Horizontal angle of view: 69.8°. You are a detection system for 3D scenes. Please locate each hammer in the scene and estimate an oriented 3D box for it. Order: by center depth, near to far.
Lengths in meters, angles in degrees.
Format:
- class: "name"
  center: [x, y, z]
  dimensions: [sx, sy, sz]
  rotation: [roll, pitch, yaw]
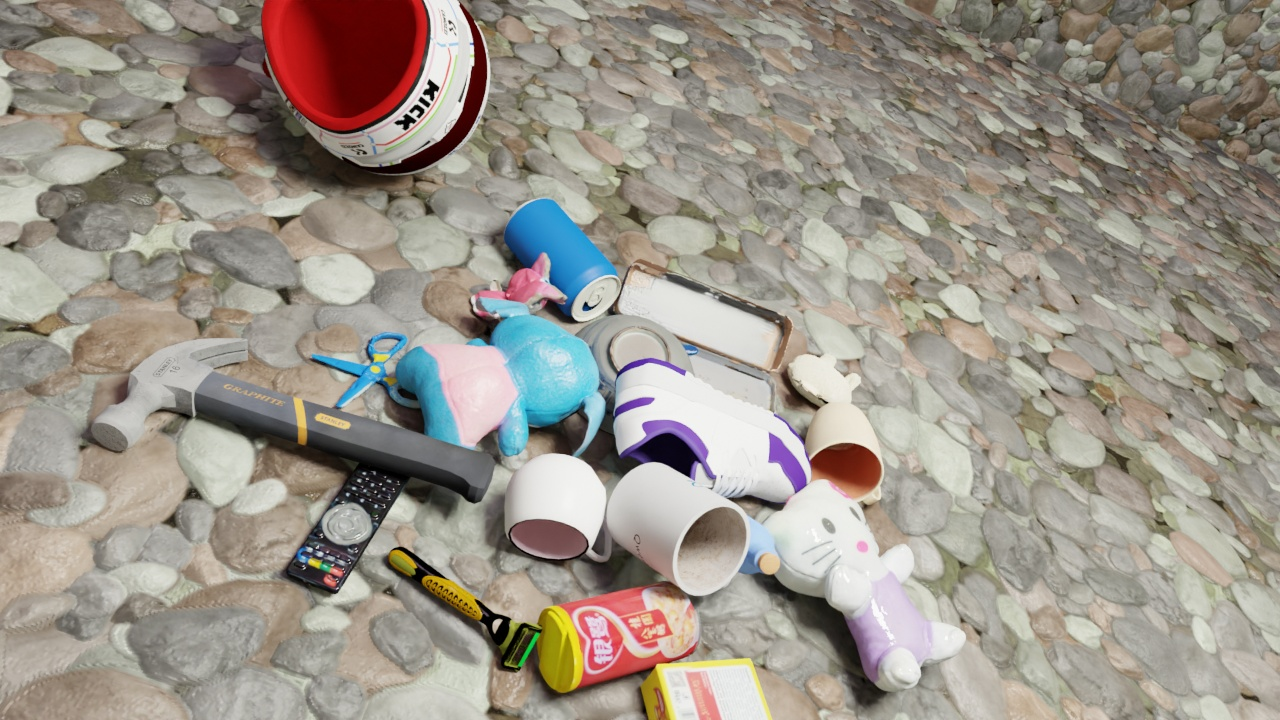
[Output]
- class: "hammer"
  center: [-0.280, 0.062, 0.790]
  dimensions: [0.312, 0.035, 0.139]
  rotation: [18, 40, -1]

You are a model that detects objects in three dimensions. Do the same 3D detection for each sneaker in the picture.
- class: "sneaker"
  center: [0.074, 0.099, 0.905]
  dimensions: [0.244, 0.092, 0.110]
  rotation: [30, 47, -22]

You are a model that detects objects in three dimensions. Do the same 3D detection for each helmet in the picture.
- class: "helmet"
  center: [-0.293, -0.338, 1.082]
  dimensions: [0.314, 0.231, 0.236]
  rotation: [42, 7, 23]

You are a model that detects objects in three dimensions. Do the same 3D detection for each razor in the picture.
- class: "razor"
  center: [-0.147, 0.195, 0.747]
  dimensions: [0.144, 0.044, 0.021]
  rotation: [31, 13, 12]

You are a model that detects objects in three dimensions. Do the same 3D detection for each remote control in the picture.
- class: "remote control"
  center: [-0.240, 0.133, 0.770]
  dimensions: [0.045, 0.021, 0.140]
  rotation: [21, 42, 2]

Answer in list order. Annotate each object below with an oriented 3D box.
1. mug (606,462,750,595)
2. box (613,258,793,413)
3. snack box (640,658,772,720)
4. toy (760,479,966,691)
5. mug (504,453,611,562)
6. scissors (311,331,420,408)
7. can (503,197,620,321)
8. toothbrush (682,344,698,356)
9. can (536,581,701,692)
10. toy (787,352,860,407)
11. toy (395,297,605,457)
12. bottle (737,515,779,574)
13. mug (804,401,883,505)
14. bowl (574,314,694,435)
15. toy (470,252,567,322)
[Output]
- class: "mug"
  center: [0.040, 0.156, 0.803]
  dimensions: [0.083, 0.119, 0.096]
  rotation: [-43, 35, -18]
- class: "box"
  center: [0.068, -0.022, 1.087]
  dimensions: [0.216, 0.071, 0.156]
  rotation: [20, 53, -9]
- class: "snack box"
  center: [0.071, 0.333, 0.711]
  dimensions: [0.092, 0.042, 0.200]
  rotation: [5, 44, -25]
- class: "toy"
  center: [0.206, 0.213, 0.882]
  dimensions: [0.137, 0.086, 0.209]
  rotation: [-13, 56, -41]
- class: "mug"
  center: [-0.065, 0.136, 0.823]
  dimensions: [0.124, 0.090, 0.076]
  rotation: [43, 38, -34]
- class: "scissors"
  center: [-0.255, 0.015, 0.898]
  dimensions: [0.130, 0.014, 0.125]
  rotation: [28, 38, 5]
- class: "can"
  center: [-0.093, -0.120, 1.077]
  dimensions: [0.078, 0.079, 0.146]
  rotation: [-18, 57, -41]
- class: "toothbrush"
  center: [0.000, -0.017, 1.032]
  dimensions: [0.132, 0.016, 0.021]
  rotation: [7, 67, -10]
- class: "can"
  center: [-0.019, 0.225, 0.756]
  dimensions: [0.124, 0.067, 0.066]
  rotation: [-4, 49, -32]
- class: "toy"
  center: [0.218, 0.028, 1.114]
  dimensions: [0.087, 0.050, 0.112]
  rotation: [41, 45, 17]
- class: "toy"
  center: [-0.140, 0.012, 0.902]
  dimensions: [0.191, 0.099, 0.224]
  rotation: [-17, 57, -30]
- class: "bottle"
  center: [0.095, 0.169, 0.840]
  dimensions: [0.048, 0.048, 0.131]
  rotation: [16, 0, -14]
- class: "mug"
  center: [0.231, 0.108, 1.021]
  dimensions: [0.111, 0.085, 0.104]
  rotation: [49, 24, -17]
- class: "bowl"
  center: [-0.006, 0.006, 0.974]
  dimensions: [0.150, 0.057, 0.150]
  rotation: [6, 61, -12]
- class: "toy"
  center: [-0.136, -0.071, 1.028]
  dimensions: [0.102, 0.050, 0.065]
  rotation: [-21, 61, 0]
